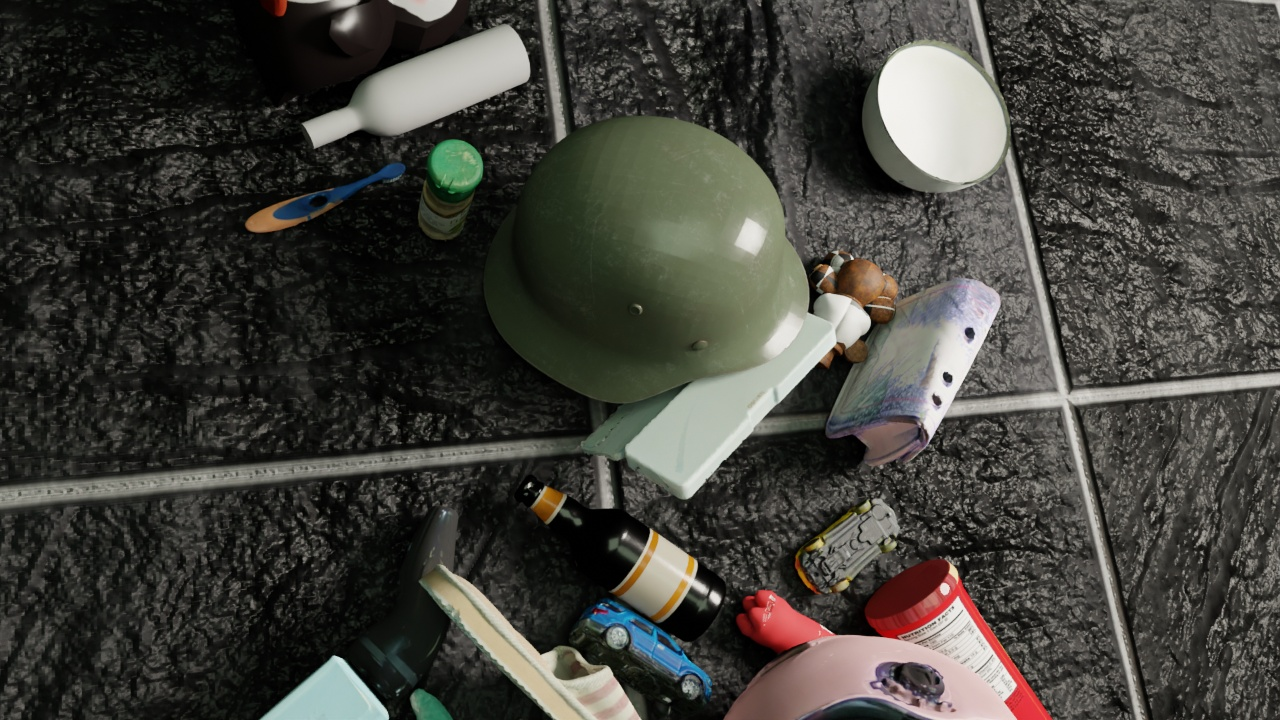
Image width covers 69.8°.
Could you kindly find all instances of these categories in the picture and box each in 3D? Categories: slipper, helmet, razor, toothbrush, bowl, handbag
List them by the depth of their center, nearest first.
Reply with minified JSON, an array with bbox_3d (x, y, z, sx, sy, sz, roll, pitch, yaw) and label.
[{"bbox_3d":[-0.052,0.231,0.657,0.052,0.115,0.263,-47,107,-18],"label":"slipper"},{"bbox_3d":[-0.170,0.175,0.674,0.063,0.053,0.140,18,70,-18],"label":"razor"},{"bbox_3d":[0.164,0.298,0.681,0.255,0.152,0.230,9,118,-11],"label":"helmet"},{"bbox_3d":[0.013,-0.097,0.712,0.268,0.154,0.226,16,62,0],"label":"helmet"},{"bbox_3d":[-0.254,-0.132,0.746,0.134,0.017,0.021,-27,82,-20],"label":"toothbrush"},{"bbox_3d":[0.246,0.013,0.815,0.069,0.127,0.158,37,66,-9],"label":"handbag"},{"bbox_3d":[0.285,-0.234,0.920,0.153,0.073,0.153,5,74,-18],"label":"bowl"}]

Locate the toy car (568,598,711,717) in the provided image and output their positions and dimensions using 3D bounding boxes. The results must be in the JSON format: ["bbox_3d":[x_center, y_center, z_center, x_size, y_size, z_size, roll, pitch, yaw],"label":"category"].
[{"bbox_3d":[0.003,0.231,0.716,0.120,0.056,0.043,36,45,-1],"label":"toy car"}]

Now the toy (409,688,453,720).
[{"bbox_3d":[-0.170,0.299,0.654,0.105,0.033,0.085,-38,80,-22],"label":"toy"}]

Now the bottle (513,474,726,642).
[{"bbox_3d":[-0.020,0.150,0.726,0.181,0.059,0.059,36,68,-7],"label":"bottle"}]

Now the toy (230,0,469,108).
[{"bbox_3d":[-0.228,-0.287,0.750,0.183,0.140,0.159,-24,52,-32],"label":"toy"}]

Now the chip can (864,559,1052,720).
[{"bbox_3d":[0.287,0.281,0.782,0.086,0.087,0.213,-35,90,-23],"label":"chip can"}]

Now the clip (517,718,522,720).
[{"bbox_3d":[-0.089,0.299,0.685,0.049,0.026,0.060,45,66,-2],"label":"clip"}]

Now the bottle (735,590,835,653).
[{"bbox_3d":[0.145,0.243,0.767,0.141,0.042,0.041,35,68,-7],"label":"bottle"}]

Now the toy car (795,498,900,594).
[{"bbox_3d":[0.183,0.162,0.807,0.106,0.030,0.049,-31,86,-21],"label":"toy car"}]

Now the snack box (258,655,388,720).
[{"bbox_3d":[-0.205,0.233,0.581,0.074,0.175,0.053,-40,85,-24],"label":"snack box"}]

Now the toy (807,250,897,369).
[{"bbox_3d":[0.187,-0.045,0.848,0.087,0.067,0.112,30,84,6],"label":"toy"}]

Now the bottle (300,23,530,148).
[{"bbox_3d":[-0.189,-0.224,0.769,0.194,0.053,0.052,-31,87,-23],"label":"bottle"}]

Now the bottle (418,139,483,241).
[{"bbox_3d":[-0.153,-0.131,0.725,0.043,0.111,0.043,5,74,-17],"label":"bottle"}]

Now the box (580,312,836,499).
[{"bbox_3d":[0.053,0.020,0.748,0.196,0.136,0.044,-42,127,-24],"label":"box"}]
